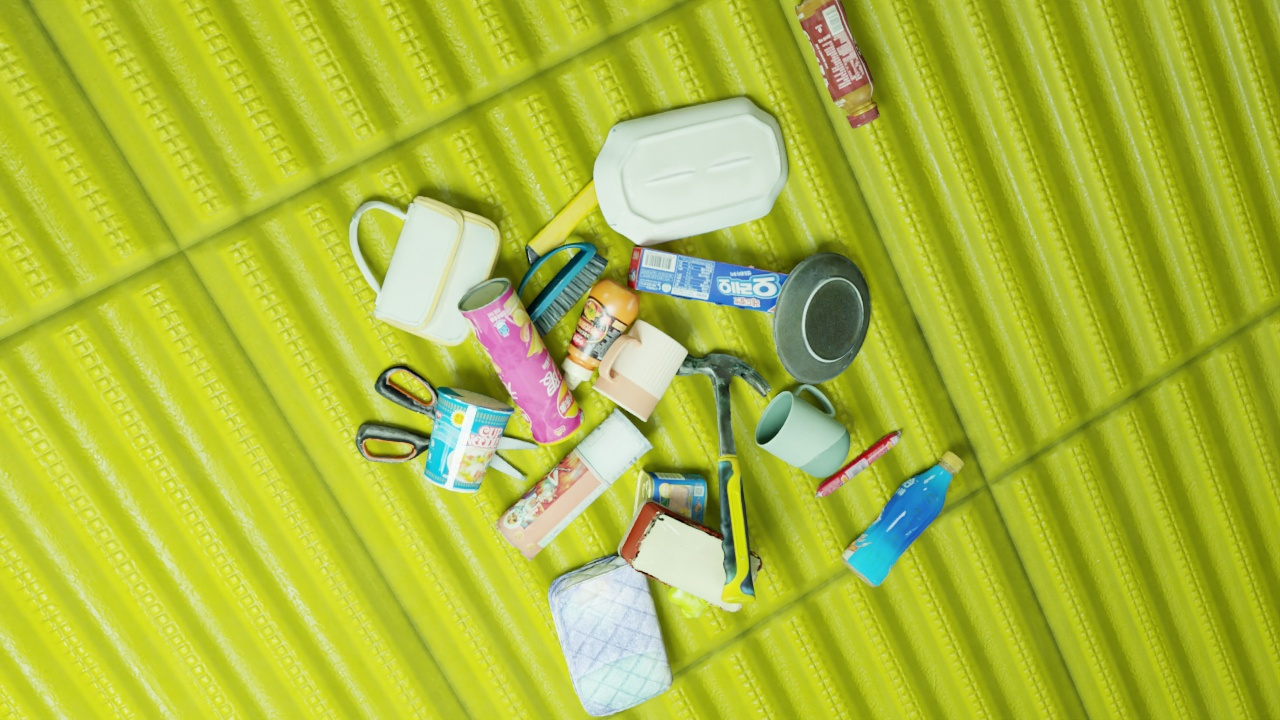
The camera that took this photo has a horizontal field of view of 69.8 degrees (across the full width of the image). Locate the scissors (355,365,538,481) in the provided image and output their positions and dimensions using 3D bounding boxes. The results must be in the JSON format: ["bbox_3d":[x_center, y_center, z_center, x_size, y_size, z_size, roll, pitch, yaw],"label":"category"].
[{"bbox_3d":[-0.243,0.083,1.156,0.226,0.022,0.198,-11,99,-11],"label":"scissors"}]

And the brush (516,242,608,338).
[{"bbox_3d":[-0.108,-0.094,1.144,0.073,0.055,0.144,44,86,-19],"label":"brush"}]

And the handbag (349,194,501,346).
[{"bbox_3d":[-0.270,-0.116,1.107,0.178,0.063,0.163,19,91,-11],"label":"handbag"}]

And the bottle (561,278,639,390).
[{"bbox_3d":[-0.059,-0.029,1.166,0.066,0.066,0.149,27,97,-15],"label":"bottle"}]

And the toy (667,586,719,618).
[{"bbox_3d":[0.091,0.311,1.258,0.100,0.031,0.096,-43,102,-4],"label":"toy"}]

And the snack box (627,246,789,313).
[{"bbox_3d":[0.091,-0.103,1.189,0.207,0.058,0.057,8,96,-14],"label":"snack box"}]

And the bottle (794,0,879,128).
[{"bbox_3d":[0.259,-0.389,1.189,0.057,0.057,0.175,-28,103,-8],"label":"bottle"}]

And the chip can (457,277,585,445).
[{"bbox_3d":[-0.142,0.004,1.112,0.071,0.071,0.211,-31,121,-8],"label":"chip can"}]

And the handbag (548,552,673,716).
[{"bbox_3d":[-0.039,0.359,1.213,0.134,0.075,0.194,-16,102,-15],"label":"handbag"}]

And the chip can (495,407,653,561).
[{"bbox_3d":[-0.085,0.159,1.177,0.214,0.071,0.071,-43,104,-4],"label":"chip can"}]

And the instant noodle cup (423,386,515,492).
[{"bbox_3d":[-0.214,0.098,1.114,0.099,0.099,0.110,16,94,-15],"label":"instant noodle cup"}]

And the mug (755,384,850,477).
[{"bbox_3d":[0.226,0.091,1.239,0.106,0.082,0.111,30,66,-14],"label":"mug"}]

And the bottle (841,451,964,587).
[{"bbox_3d":[0.375,0.219,1.293,0.065,0.065,0.218,43,87,-15],"label":"bottle"}]

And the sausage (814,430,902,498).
[{"bbox_3d":[0.307,0.147,1.292,0.155,0.020,0.020,-35,103,-6],"label":"sausage"}]

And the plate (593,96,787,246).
[{"bbox_3d":[0.073,-0.242,1.170,0.265,0.034,0.162,-15,102,-14],"label":"plate"}]

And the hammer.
[{"bbox_3d":[0.116,0.143,1.165,0.126,0.032,0.322,2,67,-13],"label":"hammer"}]

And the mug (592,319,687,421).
[{"bbox_3d":[-0.007,0.007,1.159,0.106,0.082,0.114,-57,144,-3],"label":"mug"}]

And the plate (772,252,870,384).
[{"bbox_3d":[0.249,-0.055,1.218,0.179,0.024,0.179,-8,104,-34],"label":"plate"}]

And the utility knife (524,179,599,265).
[{"bbox_3d":[-0.084,-0.183,1.160,0.167,0.015,0.033,-45,110,-5],"label":"utility knife"}]

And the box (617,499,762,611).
[{"bbox_3d":[0.066,0.253,1.164,0.168,0.077,0.091,28,89,-19],"label":"box"}]

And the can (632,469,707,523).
[{"bbox_3d":[0.039,0.199,1.218,0.083,0.057,0.102,5,97,-16],"label":"can"}]
